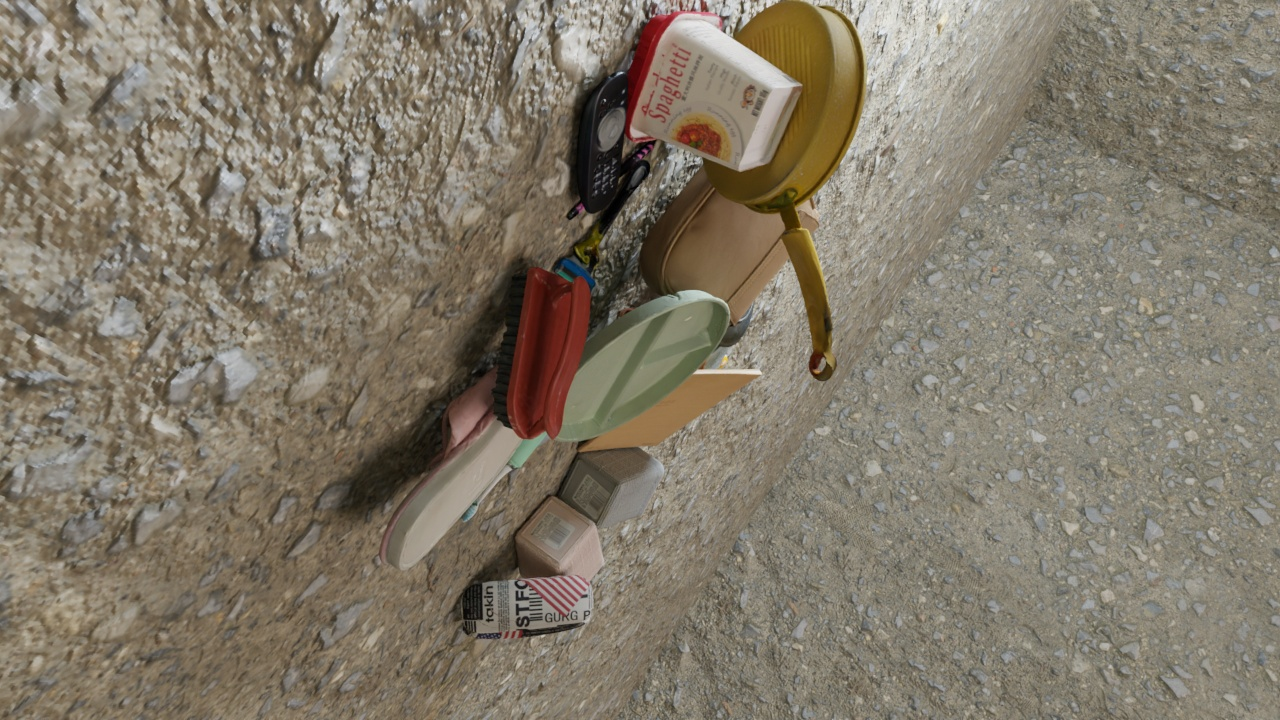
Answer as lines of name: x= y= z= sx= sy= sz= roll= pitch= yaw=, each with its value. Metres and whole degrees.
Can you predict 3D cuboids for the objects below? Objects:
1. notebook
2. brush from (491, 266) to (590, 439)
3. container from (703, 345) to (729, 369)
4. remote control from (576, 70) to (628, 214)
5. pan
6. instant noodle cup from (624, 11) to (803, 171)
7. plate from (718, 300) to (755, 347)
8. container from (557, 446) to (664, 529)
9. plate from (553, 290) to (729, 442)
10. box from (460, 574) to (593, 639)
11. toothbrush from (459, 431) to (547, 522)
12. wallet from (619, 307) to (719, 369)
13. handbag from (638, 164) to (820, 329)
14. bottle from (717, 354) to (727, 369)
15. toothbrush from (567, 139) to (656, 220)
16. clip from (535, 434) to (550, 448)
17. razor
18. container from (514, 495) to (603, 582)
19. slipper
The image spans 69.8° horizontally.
notebook: x=0.035 y=0.065 z=1.174 sx=0.149 sy=0.012 sz=0.212 roll=0 pitch=151 yaw=-46
brush: x=-0.084 y=-0.003 z=0.793 sx=0.063 sy=0.069 sz=0.145 roll=21 pitch=77 yaw=-53
container: x=0.059 y=-0.010 z=1.212 sx=0.089 sy=0.090 sz=0.112 roll=-38 pitch=157 yaw=-45
remote control: x=-0.035 y=-0.185 z=0.780 sx=0.053 sy=0.024 sz=0.137 roll=-42 pitch=155 yaw=-35
pan: x=0.143 y=-0.159 z=0.861 sx=0.078 sy=0.198 sz=0.357 roll=8 pitch=76 yaw=-32
instant noodle cup: x=0.063 y=-0.229 z=0.799 sx=0.116 sy=0.124 sz=0.117 roll=-29 pitch=147 yaw=-54
plate: x=0.111 y=-0.105 z=1.140 sx=0.179 sy=0.024 sz=0.179 roll=1 pitch=88 yaw=-56
container: x=-0.042 y=0.166 z=1.236 sx=0.114 sy=0.090 sz=0.090 roll=-9 pitch=128 yaw=-62
plate: x=-0.006 y=0.006 z=0.958 sx=0.230 sy=0.027 sz=0.230 roll=-30 pitch=158 yaw=-14
box: x=-0.143 y=0.307 z=1.151 sx=0.086 sy=0.162 sz=0.075 roll=147 pitch=-62 yaw=-76
toothbrush: x=-0.121 y=0.084 z=0.994 sx=0.224 sy=0.026 sz=0.027 roll=-51 pitch=-178 yaw=-17
wallet: x=0.033 y=-0.014 z=1.108 sx=0.131 sy=0.119 sz=0.035 roll=92 pitch=7 yaw=-55
handbag: x=0.097 y=-0.141 z=1.017 sx=0.147 sy=0.100 sz=0.204 roll=40 pitch=91 yaw=-28
bottle: x=0.080 y=0.021 z=1.351 sx=0.108 sy=0.063 sz=0.063 roll=-60 pitch=162 yaw=9
toothbrush: x=-0.004 y=-0.189 z=0.866 sx=0.188 sy=0.018 sz=0.014 roll=-47 pitch=160 yaw=-25
clip: x=-0.121 y=0.088 z=1.022 sx=0.057 sy=0.028 sz=0.024 roll=-45 pitch=157 yaw=-11
razor: x=-0.033 y=-0.133 z=0.879 sx=0.042 sy=0.022 sz=0.142 roll=35 pitch=82 yaw=-28
container: x=-0.107 y=0.245 z=1.199 sx=0.090 sy=0.090 sz=0.111 roll=-47 pitch=155 yaw=-28
slipper: x=-0.157 y=0.075 z=0.837 sx=0.273 sy=0.054 sz=0.114 roll=-55 pitch=168 yaw=-42
